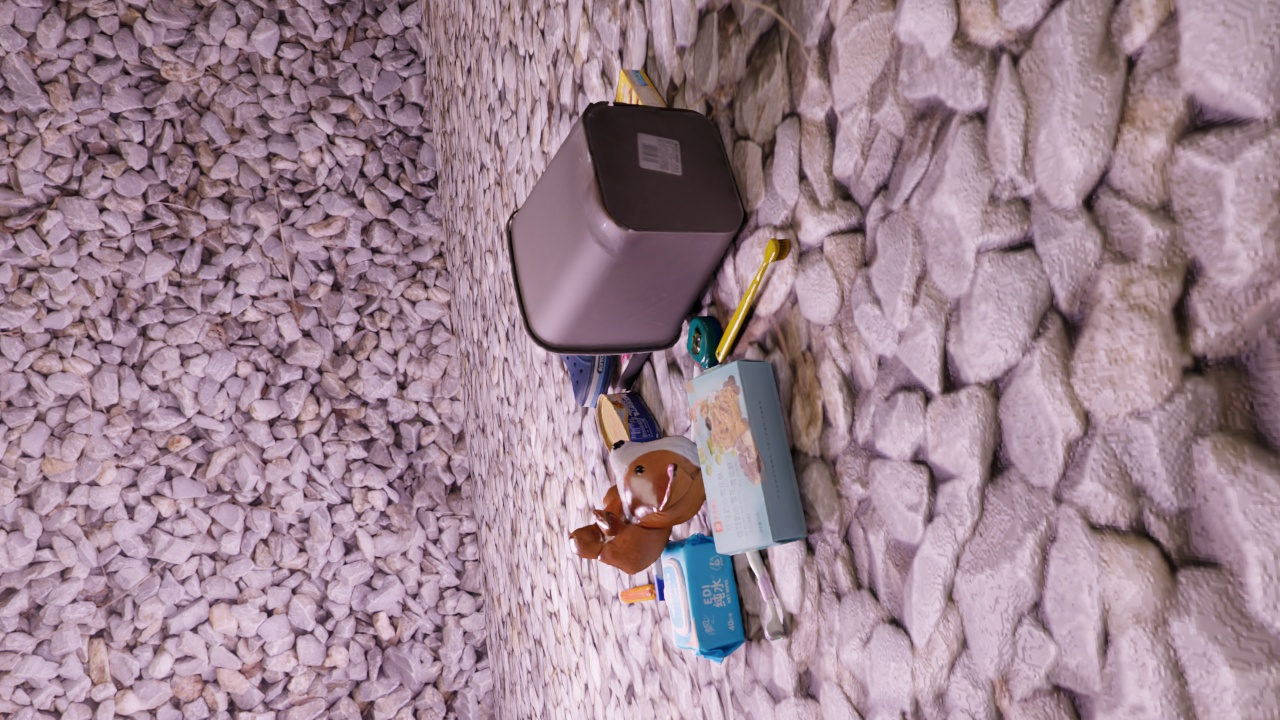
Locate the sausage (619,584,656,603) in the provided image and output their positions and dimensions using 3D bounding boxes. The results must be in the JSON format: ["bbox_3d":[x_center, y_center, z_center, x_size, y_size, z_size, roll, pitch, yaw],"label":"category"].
[{"bbox_3d":[-0.001,0.332,1.305,0.165,0.021,0.021,135,127,-67],"label":"sausage"}]

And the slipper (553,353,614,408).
[{"bbox_3d":[-0.101,-0.051,1.384,0.105,0.095,0.252,111,151,-58],"label":"slipper"}]

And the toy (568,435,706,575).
[{"bbox_3d":[0.009,0.143,0.998,0.130,0.139,0.200,44,132,-2],"label":"toy"}]

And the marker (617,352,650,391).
[{"bbox_3d":[-0.007,0.007,1.232,0.132,0.020,0.022,121,133,-61],"label":"marker"}]

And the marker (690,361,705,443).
[{"bbox_3d":[0.065,0.068,1.039,0.017,0.017,0.145,-134,42,-62],"label":"marker"}]

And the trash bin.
[{"bbox_3d":[-0.017,-0.141,0.973,0.220,0.198,0.198,128,134,-55],"label":"trash bin"}]

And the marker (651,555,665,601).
[{"bbox_3d":[0.019,0.248,1.229,0.017,0.017,0.145,145,118,-69],"label":"marker"}]

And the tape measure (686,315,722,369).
[{"bbox_3d":[0.068,-0.021,0.993,0.058,0.025,0.055,-125,33,-54],"label":"tape measure"}]

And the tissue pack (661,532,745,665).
[{"bbox_3d":[0.065,0.262,1.022,0.090,0.063,0.140,146,117,-69],"label":"tissue pack"}]

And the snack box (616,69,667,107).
[{"bbox_3d":[0.003,-0.278,1.101,0.140,0.033,0.087,-111,25,-43],"label":"snack box"}]

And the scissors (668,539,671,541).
[{"bbox_3d":[0.017,0.222,1.200,0.162,0.012,0.176,41,126,53],"label":"scissors"}]

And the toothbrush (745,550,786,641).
[{"bbox_3d":[0.111,0.194,0.940,0.020,0.029,0.189,-31,55,22],"label":"toothbrush"}]

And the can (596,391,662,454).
[{"bbox_3d":[-0.015,0.095,1.233,0.148,0.049,0.075,-125,34,-56],"label":"can"}]

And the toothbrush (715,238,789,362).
[{"bbox_3d":[0.106,-0.055,0.889,0.191,0.016,0.015,111,148,-55],"label":"toothbrush"}]

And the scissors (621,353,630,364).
[{"bbox_3d":[0.002,-0.060,1.187,0.076,0.017,0.138,-78,8,-54],"label":"scissors"}]

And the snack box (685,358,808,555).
[{"bbox_3d":[0.098,0.091,0.863,0.074,0.051,0.174,-25,70,46],"label":"snack box"}]
